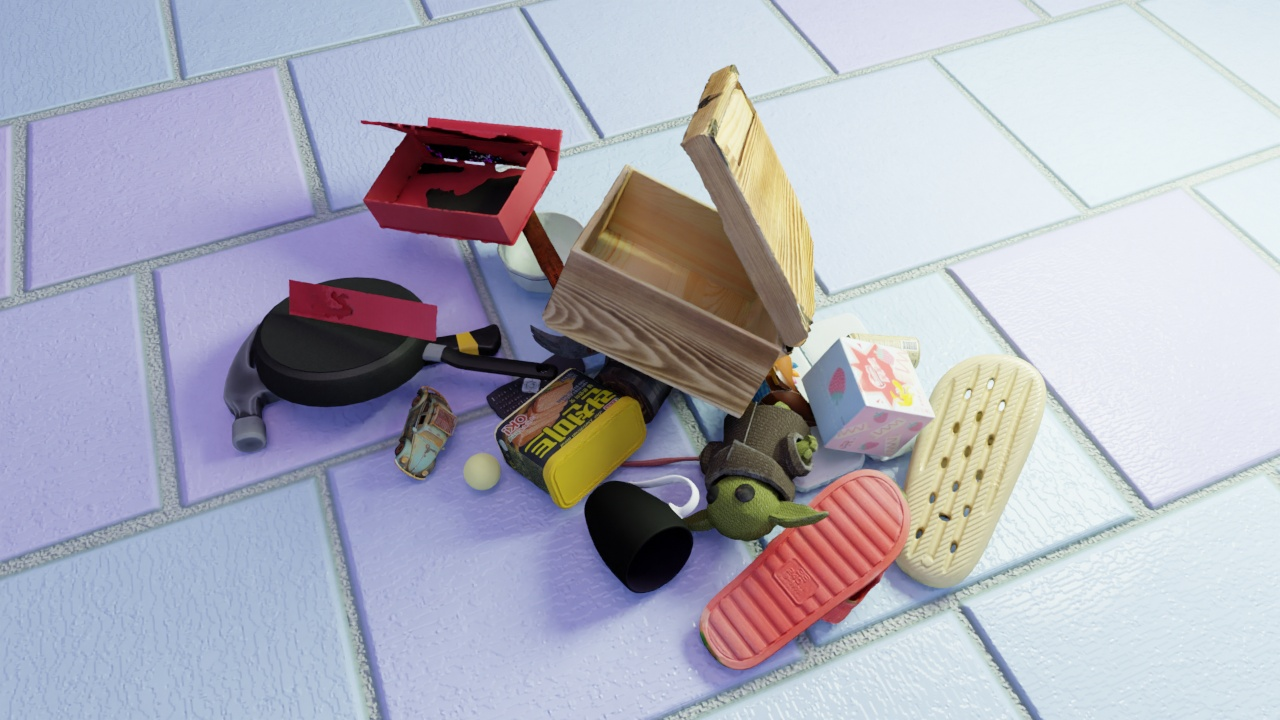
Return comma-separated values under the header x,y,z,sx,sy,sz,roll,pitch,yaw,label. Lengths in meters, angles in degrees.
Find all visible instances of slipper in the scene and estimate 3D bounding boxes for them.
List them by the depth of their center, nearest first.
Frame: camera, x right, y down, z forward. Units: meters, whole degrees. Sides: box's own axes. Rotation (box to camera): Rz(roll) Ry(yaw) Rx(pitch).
x,y,z,sx,sy,sz,roll,pitch,yaw,label
0.167,0.211,0.905,0.248,0.059,0.103,-40,62,-8,slipper
0.338,0.116,0.967,0.111,0.079,0.261,21,74,20,slipper

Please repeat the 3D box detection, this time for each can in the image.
x,y,z,sx,sy,sz,roll,pitch,yaw,label
-0.077,0.080,0.991,0.130,0.073,0.101,-40,47,-25,can
0.278,-0.011,1.057,0.079,0.038,0.038,4,53,-3,can

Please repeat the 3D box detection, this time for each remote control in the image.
x,y,z,sx,sy,sz,roll,pitch,yaw,label
-0.121,0.026,1.082,0.124,0.009,0.046,-33,59,-22,remote control

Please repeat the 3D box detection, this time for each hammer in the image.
x,y,z,sx,sy,sz,roll,pitch,yaw,label
-0.327,0.002,1.094,0.324,0.034,0.169,-12,52,-10,hammer
-0.109,-0.119,1.099,0.111,0.028,0.300,-23,53,-9,hammer

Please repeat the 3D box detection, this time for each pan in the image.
x,y,z,sx,sy,sz,roll,pitch,yaw,label
-0.270,-0.019,1.057,0.356,0.044,0.203,7,41,8,pan

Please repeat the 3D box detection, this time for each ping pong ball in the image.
x,y,z,sx,sy,sz,roll,pitch,yaw,label
-0.171,0.120,0.992,0.040,0.040,0.040,-1,53,1,ping pong ball

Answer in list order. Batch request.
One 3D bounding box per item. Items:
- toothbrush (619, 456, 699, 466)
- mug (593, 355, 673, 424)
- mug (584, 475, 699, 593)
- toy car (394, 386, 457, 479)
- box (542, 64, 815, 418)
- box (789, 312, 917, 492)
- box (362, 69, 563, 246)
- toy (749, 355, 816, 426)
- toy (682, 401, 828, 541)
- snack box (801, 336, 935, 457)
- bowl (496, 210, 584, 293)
x,y,z,sx,sy,sz,roll,pitch,yaw,label
0.016,0.114,1.010,0.184,0.015,0.015,-1,56,2,toothbrush
-0.006,0.006,1.061,0.116,0.080,0.107,6,46,39,mug
0.002,0.158,0.925,0.119,0.085,0.100,-47,48,-3,mug
-0.232,0.075,1.015,0.047,0.047,0.111,-22,43,36,toy car
0.093,-0.137,0.973,0.269,0.265,0.278,27,29,-4,box
0.213,0.039,1.052,0.190,0.038,0.208,-18,55,-9,box
-0.190,-0.375,1.164,0.215,0.138,0.467,11,79,24,box
0.170,0.032,1.024,0.103,0.071,0.090,22,43,-7,toy
0.115,0.111,0.937,0.180,0.078,0.152,-10,43,38,toy
0.239,0.039,0.971,0.094,0.080,0.092,10,48,-25,snack box
-0.120,-0.129,1.168,0.117,0.061,0.117,0,53,0,bowl
